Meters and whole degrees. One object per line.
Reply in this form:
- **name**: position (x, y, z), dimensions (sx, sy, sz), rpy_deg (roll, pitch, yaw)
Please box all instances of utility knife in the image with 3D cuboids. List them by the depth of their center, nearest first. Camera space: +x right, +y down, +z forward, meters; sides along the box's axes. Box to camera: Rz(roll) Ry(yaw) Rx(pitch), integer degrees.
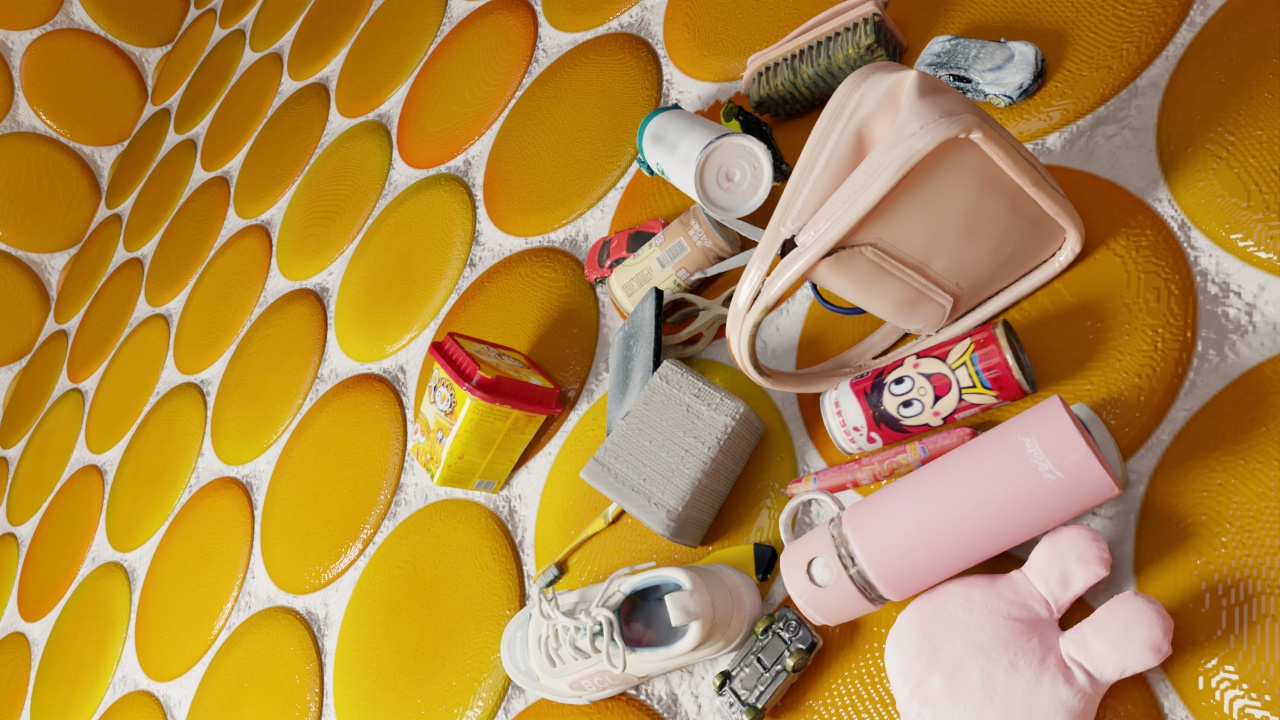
- **utility knife**: position (0.040, 0.168, 0.706), dimensions (0.154, 0.015, 0.033), rpy_deg (-23, 48, 32)

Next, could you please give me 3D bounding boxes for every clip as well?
- **clip**: position (0.058, -0.027, 0.784), dimensions (0.105, 0.035, 0.083), rpy_deg (-1, 64, 33)

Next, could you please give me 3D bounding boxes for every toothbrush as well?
- **toothbrush**: position (-0.025, 0.135, 0.781), dimensions (0.192, 0.016, 0.018), rpy_deg (-43, 57, 16)

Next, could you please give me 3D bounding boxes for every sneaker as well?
- **sneaker**: position (-0.032, 0.205, 0.681), dimensions (0.243, 0.090, 0.089), rpy_deg (-24, 66, 33)

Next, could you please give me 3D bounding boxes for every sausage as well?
- **sausage**: position (0.167, 0.074, 0.642), dimensions (0.156, 0.020, 0.020), rpy_deg (-24, 54, 31)

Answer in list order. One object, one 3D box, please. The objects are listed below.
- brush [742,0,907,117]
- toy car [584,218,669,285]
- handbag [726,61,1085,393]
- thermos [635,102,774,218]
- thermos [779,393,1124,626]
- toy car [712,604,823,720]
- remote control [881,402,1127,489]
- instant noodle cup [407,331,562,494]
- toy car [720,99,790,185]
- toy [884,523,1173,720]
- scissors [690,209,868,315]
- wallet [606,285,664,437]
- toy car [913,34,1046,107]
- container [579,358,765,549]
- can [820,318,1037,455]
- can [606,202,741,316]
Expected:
- **brush**: position (0.154, -0.266, 0.807), dimensions (0.146, 0.063, 0.073), rpy_deg (-15, 62, 37)
- **toy car**: position (-0.015, -0.105, 0.892), dimensions (0.107, 0.031, 0.049), rpy_deg (-13, 59, 39)
- **handbag**: position (0.157, -0.062, 0.616), dimensions (0.235, 0.193, 0.093), rpy_deg (-49, 42, 23)
- **thermos**: position (0.045, -0.181, 0.811), dimensions (0.073, 0.073, 0.224), rpy_deg (-50, 24, 8)
- **thermos**: position (0.176, 0.089, 0.559), dimensions (0.199, 0.067, 0.087), rpy_deg (-34, 62, 25)
- **toy car**: position (0.086, 0.213, 0.626), dimensions (0.090, 0.035, 0.042), rpy_deg (-52, 43, 7)
- **remote control**: position (0.226, 0.081, 0.585), dimensions (0.150, 0.021, 0.058), rpy_deg (-31, 51, 27)
- **instant noodle cup**: position (-0.156, 0.054, 0.880), dimensions (0.116, 0.116, 0.124), rpy_deg (39, 107, 45)
- **toy car**: position (0.099, -0.192, 0.825), dimensions (0.032, 0.048, 0.105), rpy_deg (-46, 43, 31)
- **toy**: position (0.215, 0.168, 0.521), dimensions (0.160, 0.054, 0.121), rpy_deg (-43, 47, 20)
- **scissors**: position (0.128, -0.093, 0.739), dimensions (0.175, 0.012, 0.162), rpy_deg (-35, 62, 1)
- **wallet**: position (-0.005, 0.005, 0.792), dimensions (0.121, 0.019, 0.097), rpy_deg (127, 149, -59)
- **toy car**: position (0.261, -0.229, 0.714), dimensions (0.106, 0.031, 0.049), rpy_deg (28, 88, 45)
- **container**: position (0.030, 0.070, 0.705), dimensions (0.090, 0.090, 0.114), rpy_deg (33, 87, 24)
- **can**: position (0.192, 0.021, 0.623), dimensions (0.133, 0.053, 0.053), rpy_deg (-25, 53, 30)
- **can**: position (0.030, -0.087, 0.821), dimensions (0.116, 0.058, 0.058), rpy_deg (-38, 48, 21)
